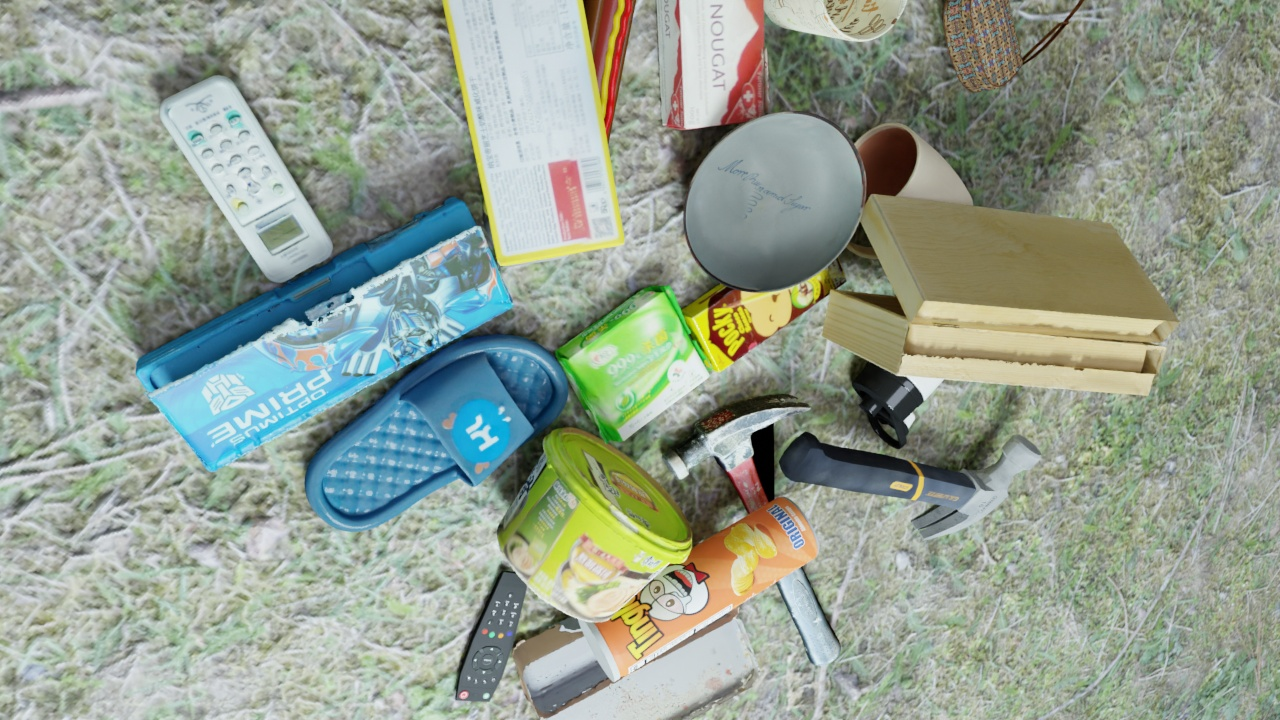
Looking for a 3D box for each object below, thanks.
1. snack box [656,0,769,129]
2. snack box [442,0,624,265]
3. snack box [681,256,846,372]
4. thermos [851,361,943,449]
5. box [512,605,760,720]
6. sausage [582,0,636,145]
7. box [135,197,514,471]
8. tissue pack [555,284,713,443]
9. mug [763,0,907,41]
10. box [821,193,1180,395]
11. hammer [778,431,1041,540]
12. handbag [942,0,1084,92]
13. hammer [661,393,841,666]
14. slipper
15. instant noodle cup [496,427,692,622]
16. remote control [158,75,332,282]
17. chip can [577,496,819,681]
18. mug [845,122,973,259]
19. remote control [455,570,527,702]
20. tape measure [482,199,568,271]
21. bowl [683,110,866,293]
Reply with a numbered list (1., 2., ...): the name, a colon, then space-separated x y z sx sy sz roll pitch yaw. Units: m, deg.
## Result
1. snack box: 0.051 -0.313 0.675 0.076 0.044 0.273 -12 112 -23
2. snack box: -0.074 -0.172 0.636 0.092 0.042 0.201 -11 105 -3
3. snack box: 0.109 -0.056 0.801 0.148 0.025 0.061 -35 118 -12
4. thermos: 0.300 -0.026 0.885 0.230 0.068 0.101 -48 133 -4
5. box: 0.001 0.281 0.847 0.216 0.063 0.157 -23 101 -18
6. sausage: -0.033 -0.206 0.673 0.040 0.040 0.156 5 105 -27
7. box: -0.208 -0.016 0.636 0.243 0.066 0.091 -31 119 -14
8. tissue pack: -0.005 0.004 0.762 0.114 0.034 0.099 -37 117 -13
9. mug: 0.135 -0.302 0.689 0.081 0.097 0.122 -29 117 -15
10. box: 0.299 -0.044 0.760 0.248 0.140 0.149 3 116 -19
11. hammer: 0.255 0.109 0.885 0.312 0.035 0.140 15 121 -37
12. handbag: 0.347 -0.320 0.832 0.195 0.043 0.093 -34 115 -22
13. hammer: 0.139 0.176 0.890 0.140 0.036 0.326 -32 118 -12
14. slipper: -0.152 0.055 0.693 0.213 0.059 0.104 -31 115 -12
15. instant noodle cup: -0.041 0.133 0.730 0.146 0.146 0.098 34 101 -31
16. remote control: -0.257 -0.117 0.603 0.050 0.022 0.133 -32 118 -14
17. chip can: 0.052 0.194 0.794 0.210 0.062 0.062 -27 117 -18
18. mug: 0.227 -0.136 0.808 0.104 0.085 0.112 23 124 -35
19. remote control: -0.127 0.238 0.793 0.039 0.010 0.125 15 100 -29
20. tape measure: -0.086 -0.104 0.694 0.064 0.017 0.065 -12 112 -23
21. bowl: 0.101 -0.133 0.744 0.150 0.056 0.151 -5 119 -10
